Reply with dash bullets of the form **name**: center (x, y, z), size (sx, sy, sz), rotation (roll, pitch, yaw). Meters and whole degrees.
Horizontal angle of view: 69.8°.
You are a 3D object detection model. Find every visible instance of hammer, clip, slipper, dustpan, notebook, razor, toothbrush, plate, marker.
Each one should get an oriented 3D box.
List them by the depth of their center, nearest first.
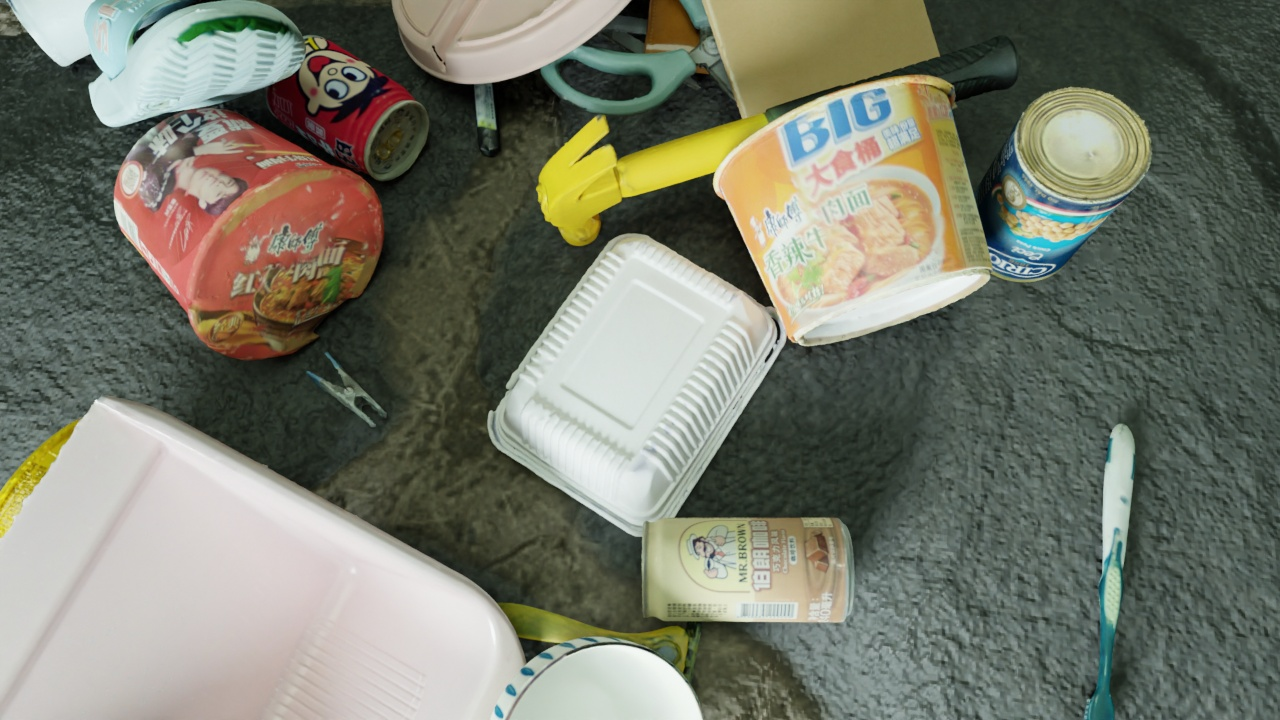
- **dustpan**: center (-0.174, 0.172, 0.433), size (0.139, 0.273, 0.222), rotation (20, 77, 28)
- **toothbrush**: center (0.271, 0.127, 0.532), size (0.016, 0.018, 0.191), rotation (12, 71, 8)
- **razor**: center (-0.033, 0.160, 0.535), size (0.132, 0.028, 0.043), rotation (10, 76, 9)
- **hammer**: center (0.081, -0.140, 0.561), size (0.301, 0.129, 0.033), rotation (-17, 81, 1)
- **slipper**: center (-0.291, -0.196, 0.576), size (0.103, 0.246, 0.074), rotation (-27, 112, -35)
- **clip**: center (-0.187, 0.022, 0.590), size (0.058, 0.026, 0.041), rotation (37, 70, 10)
- **notebook**: center (0.114, -0.246, 0.611), size (0.149, 0.012, 0.211), rotation (-21, 96, -9)
- **plate**: center (-0.083, -0.296, 0.643), size (0.230, 0.028, 0.229), rotation (-11, 64, 23)
- **marker**: center (-0.113, -0.204, 0.665), size (0.018, 0.015, 0.124), rotation (-7, 75, 2)

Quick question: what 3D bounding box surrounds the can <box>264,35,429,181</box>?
- **can**: center (-0.200, -0.172, 0.631), size (0.094, 0.066, 0.066), rotation (34, 77, 13)

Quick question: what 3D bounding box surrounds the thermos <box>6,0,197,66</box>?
- **thermos**: center (-0.350, -0.297, 0.683), size (0.220, 0.070, 0.070), rotation (-29, 72, -6)

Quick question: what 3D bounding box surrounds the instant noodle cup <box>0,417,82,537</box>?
- **instant noodle cup**: center (-0.276, 0.111, 0.515), size (0.110, 0.138, 0.137), rotation (23, 74, 1)

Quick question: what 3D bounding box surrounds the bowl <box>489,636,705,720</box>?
- **bowl**: center (-0.030, 0.204, 0.488), size (0.116, 0.066, 0.116), rotation (3, 83, -23)

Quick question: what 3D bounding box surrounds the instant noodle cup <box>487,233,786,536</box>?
- **instant noodle cup**: center (-0.003, 0.003, 0.566), size (0.138, 0.060, 0.173), rotation (31, 75, 13)

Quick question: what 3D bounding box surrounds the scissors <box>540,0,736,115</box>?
- **scissors**: center (0.006, -0.219, 0.621), size (0.181, 0.019, 0.170), rotation (-34, 84, -8)

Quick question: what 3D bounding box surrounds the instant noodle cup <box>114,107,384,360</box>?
- **instant noodle cup**: center (-0.250, -0.087, 0.576), size (0.108, 0.138, 0.137), rotation (37, 78, 20)

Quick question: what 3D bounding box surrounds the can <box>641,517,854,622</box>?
- **can**: center (0.059, 0.119, 0.523), size (0.116, 0.058, 0.058), rotation (-1, 72, 4)

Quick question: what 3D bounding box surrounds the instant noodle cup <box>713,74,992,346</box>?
- **instant noodle cup**: center (0.130, -0.080, 0.544), size (0.151, 0.151, 0.111), rotation (-16, 80, -2)

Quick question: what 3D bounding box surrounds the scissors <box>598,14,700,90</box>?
- **scissors**: center (-0.034, -0.248, 0.666), size (0.159, 0.014, 0.175), rotation (-25, 75, -10)

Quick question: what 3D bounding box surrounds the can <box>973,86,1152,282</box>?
- **can**: center (0.247, -0.104, 0.556), size (0.075, 0.111, 0.075), rotation (-1, 72, 3)

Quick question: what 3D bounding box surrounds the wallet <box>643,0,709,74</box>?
- **wallet**: center (0.071, -0.256, 0.657), size (0.130, 0.035, 0.119), rotation (5, 77, -1)
